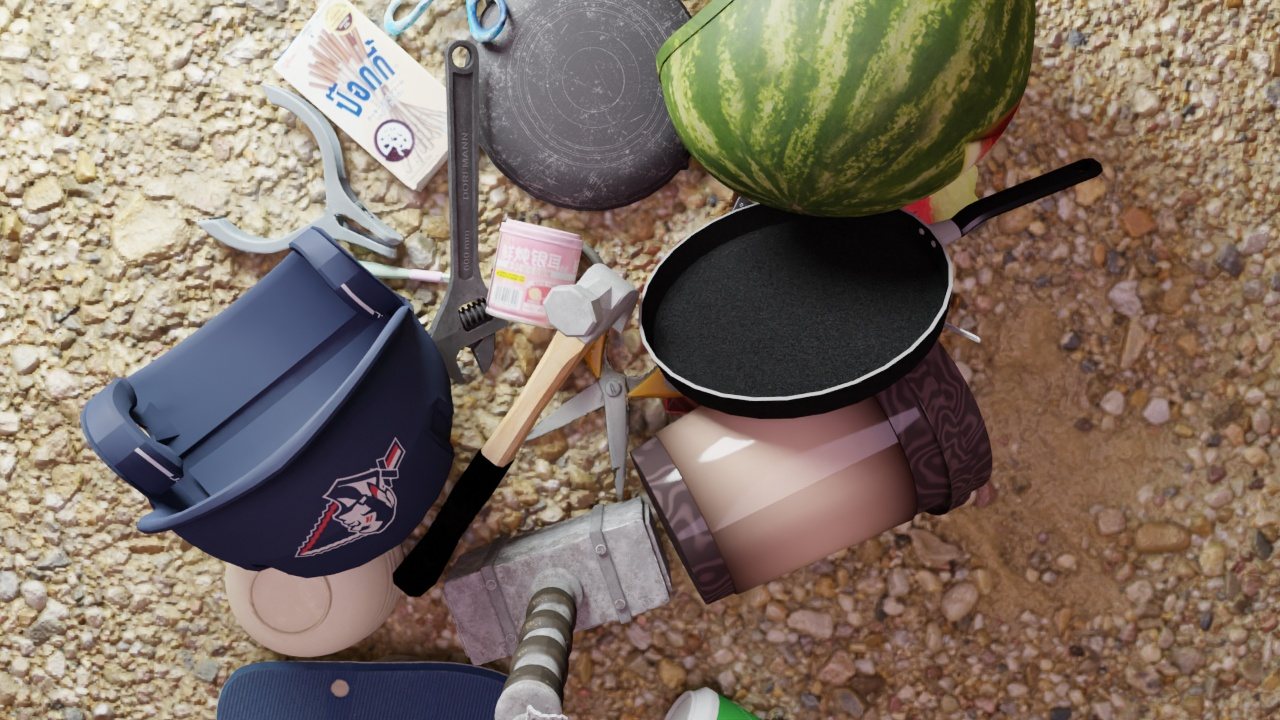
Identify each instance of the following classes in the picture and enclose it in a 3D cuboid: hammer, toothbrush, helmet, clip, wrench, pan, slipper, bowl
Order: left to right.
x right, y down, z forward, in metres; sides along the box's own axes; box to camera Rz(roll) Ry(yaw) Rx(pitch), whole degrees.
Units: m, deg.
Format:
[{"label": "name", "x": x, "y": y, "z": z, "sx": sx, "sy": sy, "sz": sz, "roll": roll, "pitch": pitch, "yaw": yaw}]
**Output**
[{"label": "clip", "x": -0.287, "y": -0.150, "z": 0.752, "sx": 0.164, "sy": 0.032, "sz": 0.165, "roll": -12, "pitch": 104, "yaw": 3}, {"label": "helmet", "x": -0.242, "y": 0.050, "z": 0.660, "sx": 0.232, "sy": 0.272, "sz": 0.223, "roll": -41, "pitch": 102, "yaw": -8}, {"label": "bowl", "x": -0.283, "y": 0.186, "z": 0.772, "sx": 0.151, "sy": 0.075, "sz": 0.151, "roll": 0, "pitch": 96, "yaw": 0}, {"label": "toothbrush", "x": -0.211, "y": -0.073, "z": 0.772, "sx": 0.155, "sy": 0.015, "sz": 0.022, "roll": 7, "pitch": 128, "yaw": -1}, {"label": "slipper", "x": -0.209, "y": 0.308, "z": 0.795, "sx": 0.295, "sy": 0.060, "sz": 0.118, "roll": 9, "pitch": 93, "yaw": -6}, {"label": "wrench", "x": -0.141, "y": -0.111, "z": 0.732, "sx": 0.073, "sy": 0.018, "sz": 0.273, "roll": -7, "pitch": 112, "yaw": -26}, {"label": "hammer", "x": -0.107, "y": 0.064, "z": 0.733, "sx": 0.039, "sy": 0.131, "sz": 0.329, "roll": 38, "pitch": 110, "yaw": 7}, {"label": "hammer", "x": -0.066, "y": 0.193, "z": 0.647, "sx": 0.177, "sy": 0.326, "sz": 0.079, "roll": -18, "pitch": 96, "yaw": 2}, {"label": "pan", "x": 0.008, "y": -0.282, "z": 0.730, "sx": 0.207, "sy": 0.040, "sz": 0.357, "roll": 37, "pitch": 93, "yaw": -12}, {"label": "helmet", "x": 0.148, "y": -0.220, "z": 0.650, "sx": 0.243, "sy": 0.213, "sz": 0.247, "roll": 27, "pitch": 89, "yaw": 11}, {"label": "pan", "x": 0.172, "y": -0.070, "z": 0.674, "sx": 0.356, "sy": 0.225, "sz": 0.034, "roll": -22, "pitch": 131, "yaw": -1}, {"label": "toothbrush", "x": 0.204, "y": -0.042, "z": 0.685, "sx": 0.010, "sy": 0.181, "sz": 0.010, "roll": -40, "pitch": 112, "yaw": 0}]

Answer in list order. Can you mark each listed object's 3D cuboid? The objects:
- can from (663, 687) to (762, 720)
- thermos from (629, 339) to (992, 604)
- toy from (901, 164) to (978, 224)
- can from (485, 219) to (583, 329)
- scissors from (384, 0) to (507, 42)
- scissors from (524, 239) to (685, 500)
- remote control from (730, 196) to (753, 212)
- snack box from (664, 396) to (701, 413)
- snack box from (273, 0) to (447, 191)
[{"label": "can", "x": 0.086, "y": 0.349, "z": 0.786, "sx": 0.140, "sy": 0.087, "sz": 0.088, "roll": 32, "pitch": 95, "yaw": -4}, {"label": "thermos", "x": 0.121, "y": 0.076, "z": 0.700, "sx": 0.226, "sy": 0.173, "sz": 0.173, "roll": -26, "pitch": 96, "yaw": -5}, {"label": "toy", "x": 0.208, "y": -0.134, "z": 0.751, "sx": 0.135, "sy": 0.045, "sz": 0.091, "roll": -2, "pitch": 95, "yaw": 6}, {"label": "can", "x": -0.085, "y": -0.069, "z": 0.734, "sx": 0.067, "sy": 0.067, "sz": 0.076, "roll": 12, "pitch": 98, "yaw": -2}, {"label": "scissors", "x": -0.145, "y": -0.291, "z": 0.722, "sx": 0.134, "sy": 0.011, "sz": 0.140, "roll": -37, "pitch": 63, "yaw": 12}, {"label": "scissors", "x": -0.006, "y": 0.005, "z": 0.765, "sx": 0.230, "sy": 0.016, "sz": 0.225, "roll": -7, "pitch": 94, "yaw": 14}, {"label": "remote control", "x": 0.138, "y": -0.094, "z": 0.773, "sx": 0.140, "sy": 0.009, "sz": 0.030, "roll": 26, "pitch": 96, "yaw": -3}, {"label": "snack box", "x": 0.069, "y": -0.019, "z": 0.775, "sx": 0.089, "sy": 0.021, "sz": 0.133, "roll": 4, "pitch": 97, "yaw": -1}, {"label": "snack box", "x": -0.214, "y": -0.218, "z": 0.749, "sx": 0.150, "sy": 0.026, "sz": 0.082, "roll": 42, "pitch": 95, "yaw": -5}]
